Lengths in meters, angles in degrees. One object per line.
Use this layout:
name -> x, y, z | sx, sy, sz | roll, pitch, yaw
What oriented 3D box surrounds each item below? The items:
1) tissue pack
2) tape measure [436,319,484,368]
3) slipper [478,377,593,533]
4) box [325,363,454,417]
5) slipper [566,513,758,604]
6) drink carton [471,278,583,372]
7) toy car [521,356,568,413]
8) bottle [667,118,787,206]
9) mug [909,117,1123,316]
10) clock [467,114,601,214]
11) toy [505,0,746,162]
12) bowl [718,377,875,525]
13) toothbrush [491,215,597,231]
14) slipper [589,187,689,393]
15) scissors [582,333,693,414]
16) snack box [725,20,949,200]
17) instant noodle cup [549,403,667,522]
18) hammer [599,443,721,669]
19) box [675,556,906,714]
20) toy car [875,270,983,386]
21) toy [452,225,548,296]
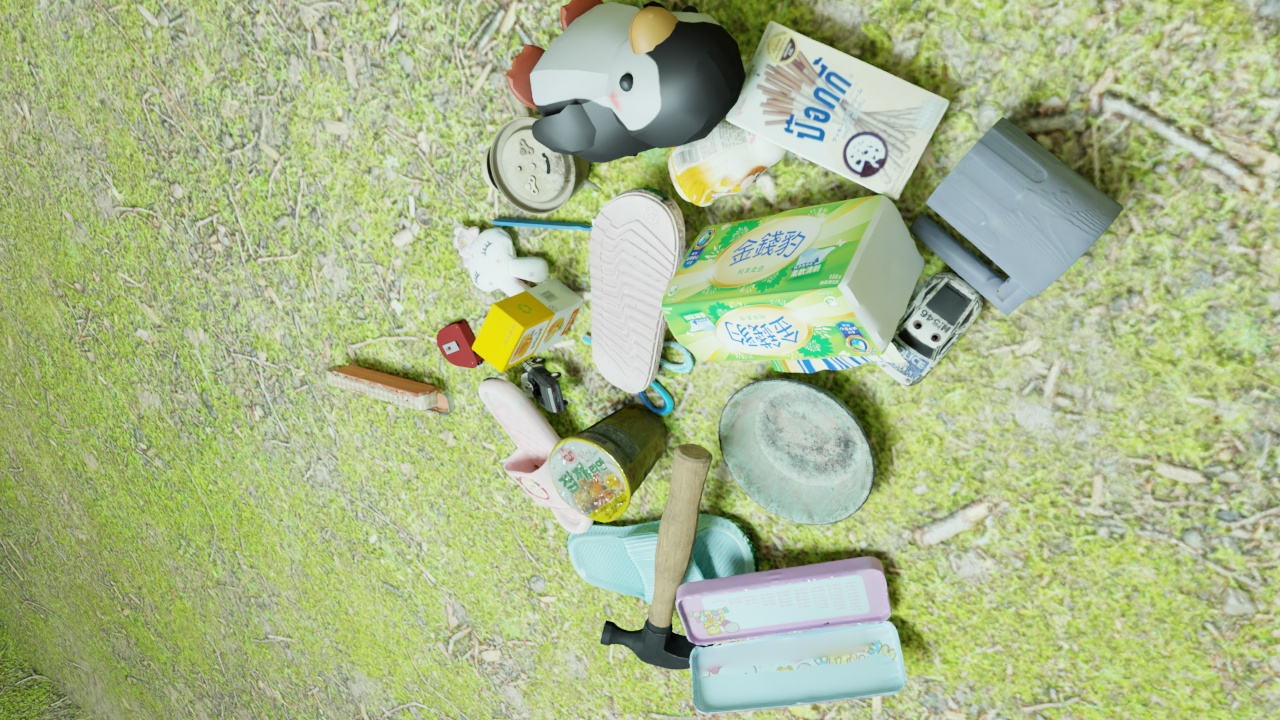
tissue pack -> 0.136, -0.040, 0.766 | 0.198, 0.120, 0.141 | 5, 143, 50
tape measure -> -0.218, -0.015, 1.098 | 0.052, 0.019, 0.059 | -17, 104, 40
slipper -> -0.120, 0.113, 1.055 | 0.107, 0.055, 0.221 | 3, 126, 54
box -> -0.328, 0.040, 1.184 | 0.187, 0.054, 0.076 | 12, 153, 31
slipper -> 0.011, 0.235, 1.047 | 0.277, 0.069, 0.116 | -8, 113, 39
drink carton -> -0.112, -0.039, 0.944 | 0.040, 0.122, 0.059 | 38, 121, 12
toy car -> -0.109, 0.028, 1.016 | 0.092, 0.037, 0.040 | 36, 141, 59
bottle -> 0.079, -0.174, 0.772 | 0.109, 0.063, 0.063 | -19, 103, 26
mug -> 0.267, -0.101, 0.674 | 0.104, 0.083, 0.124 | 43, 150, 9
clock -> -0.110, -0.193, 0.899 | 0.141, 0.054, 0.093 | -1, 114, 28
toy -> 0.009, -0.215, 0.731 | 0.184, 0.159, 0.140 | 19, 155, 51
bowl -> 0.153, 0.080, 0.877 | 0.158, 0.038, 0.158 | 17, 123, 27
toothbrush -> -0.088, -0.142, 0.937 | 0.167, 0.016, 0.014 | 9, 120, 32
slipper -> 0.002, -0.071, 0.884 | 0.094, 0.064, 0.240 | 31, 139, 21
scissors -> -0.009, 0.005, 0.968 | 0.141, 0.013, 0.113 | 19, 126, 23
snack box -> 0.149, -0.191, 0.705 | 0.150, 0.026, 0.082 | 29, 105, 11
instant noodle cup -> -0.027, 0.101, 0.969 | 0.102, 0.108, 0.102 | 17, 123, 27
hammer -> 0.038, 0.212, 0.961 | 0.132, 0.040, 0.306 | 13, 125, 7
box -> 0.148, 0.277, 0.923 | 0.214, 0.062, 0.140 | -11, 84, 13
toy car -> 0.236, -0.023, 0.760 | 0.048, 0.040, 0.113 | 39, 131, 13
toy -> -0.157, -0.106, 0.992 | 0.125, 0.037, 0.076 | 34, 129, 11
